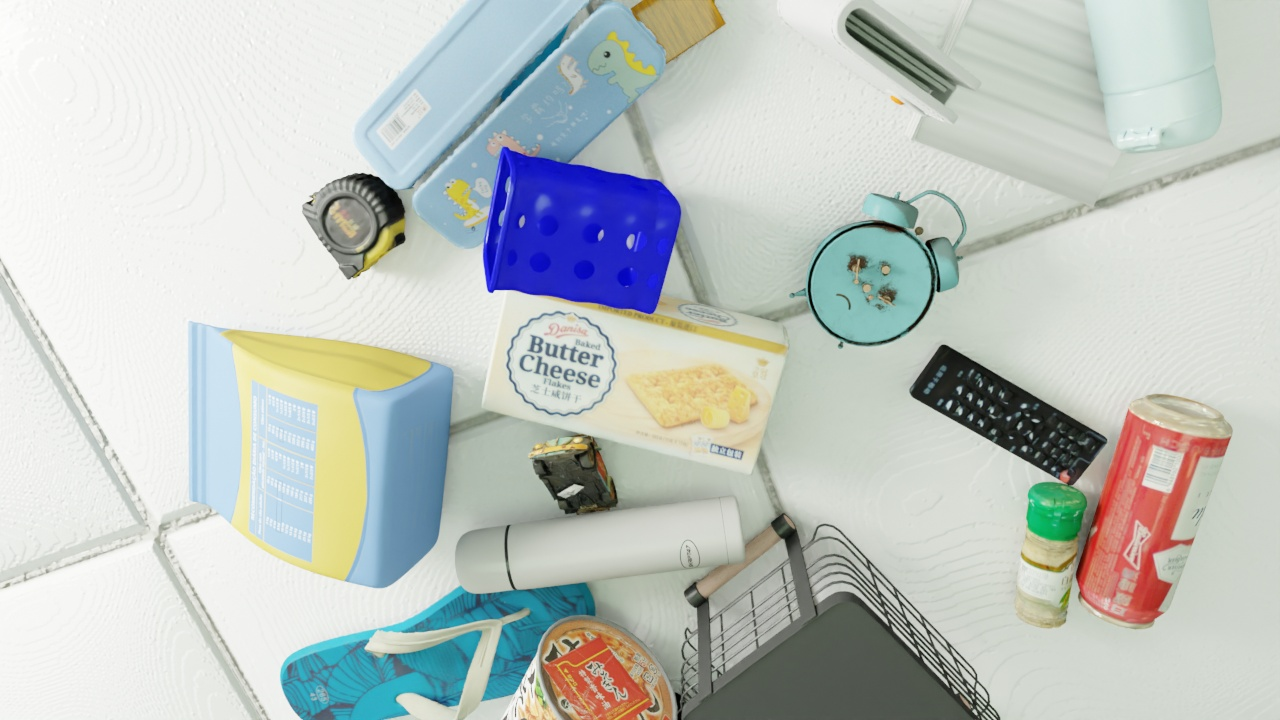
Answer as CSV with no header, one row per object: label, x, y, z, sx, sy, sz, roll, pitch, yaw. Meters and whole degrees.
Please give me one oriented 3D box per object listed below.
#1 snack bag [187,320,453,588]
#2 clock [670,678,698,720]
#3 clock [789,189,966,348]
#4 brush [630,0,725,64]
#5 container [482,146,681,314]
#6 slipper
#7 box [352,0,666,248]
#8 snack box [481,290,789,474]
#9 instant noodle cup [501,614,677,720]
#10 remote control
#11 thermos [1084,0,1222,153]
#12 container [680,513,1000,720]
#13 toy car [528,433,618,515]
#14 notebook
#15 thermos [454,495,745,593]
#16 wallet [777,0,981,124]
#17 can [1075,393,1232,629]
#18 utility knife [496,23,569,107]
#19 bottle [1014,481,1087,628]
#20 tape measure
snack bag,-0.256,0.064,0.696,0.205,0.102,0.159,13,108,13
clock,0.016,0.320,0.783,0.091,0.042,0.121,33,107,-7
clock,0.170,-0.067,0.645,0.124,0.053,0.090,-42,101,15
brush,0.030,-0.234,0.618,0.126,0.017,0.048,-31,103,12
container,-0.042,-0.087,0.621,0.113,0.085,0.085,8,114,-17
slipper,-0.173,0.256,0.767,0.295,0.060,0.118,-20,109,9
box,-0.093,-0.177,0.625,0.210,0.034,0.127,-39,102,21
snack box,-0.004,0.004,0.676,0.208,0.057,0.104,14,108,-1
instant noodle cup,-0.055,0.290,0.726,0.123,0.123,0.122,32,117,-7
remote control,0.275,0.040,0.690,0.150,0.022,0.047,29,106,-8
thermos,0.311,-0.231,0.568,0.077,0.065,0.207,-31,110,-33
container,0.154,0.258,0.708,0.163,0.130,0.241,-42,101,14
toy car,-0.050,0.080,0.703,0.047,0.047,0.112,-11,146,6
notebook,0.285,-0.226,0.610,0.142,0.009,0.210,19,108,-3
thermos,-0.032,0.146,0.720,0.224,0.052,0.052,-8,107,3
wallet,0.145,-0.200,0.586,0.118,0.115,0.037,24,109,-27
can,0.377,0.112,0.681,0.067,0.067,0.170,9,108,1
utility knife,-0.065,-0.232,0.627,0.031,0.015,0.175,28,109,-4
bottle,0.316,0.152,0.711,0.043,0.043,0.111,1,108,3
tape measure,-0.204,-0.104,0.666,0.063,0.038,0.067,-32,100,21
